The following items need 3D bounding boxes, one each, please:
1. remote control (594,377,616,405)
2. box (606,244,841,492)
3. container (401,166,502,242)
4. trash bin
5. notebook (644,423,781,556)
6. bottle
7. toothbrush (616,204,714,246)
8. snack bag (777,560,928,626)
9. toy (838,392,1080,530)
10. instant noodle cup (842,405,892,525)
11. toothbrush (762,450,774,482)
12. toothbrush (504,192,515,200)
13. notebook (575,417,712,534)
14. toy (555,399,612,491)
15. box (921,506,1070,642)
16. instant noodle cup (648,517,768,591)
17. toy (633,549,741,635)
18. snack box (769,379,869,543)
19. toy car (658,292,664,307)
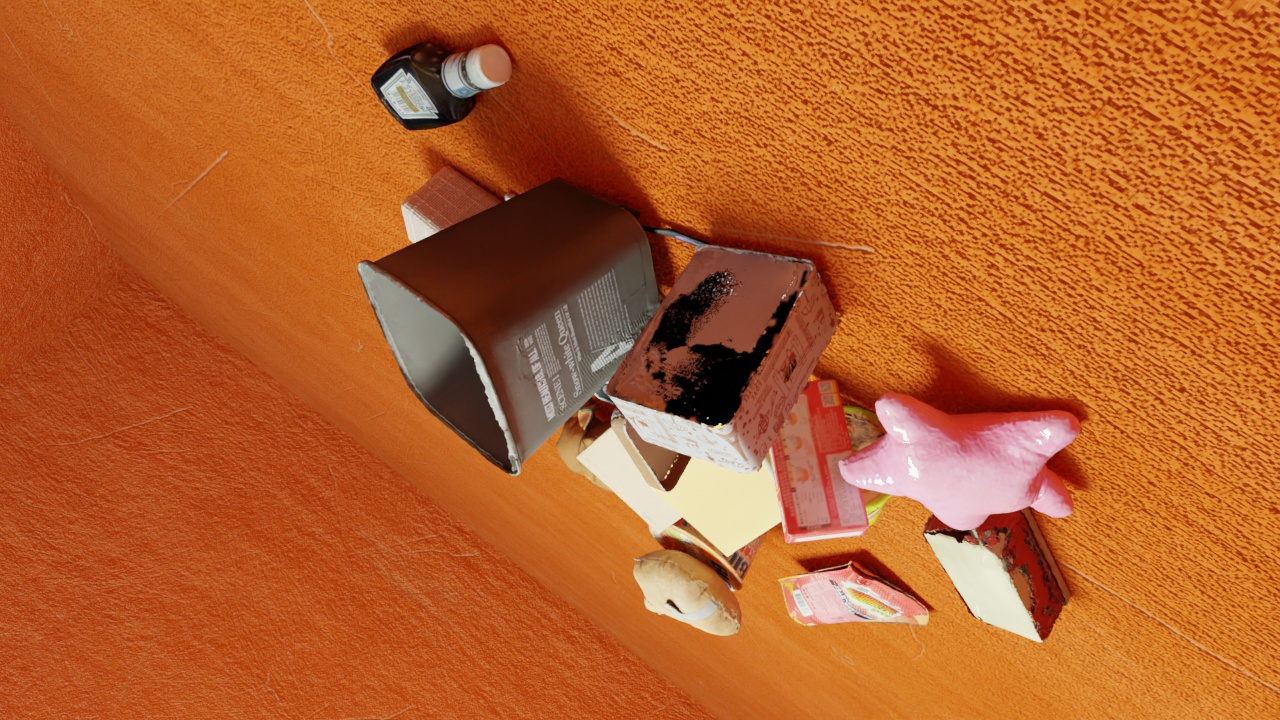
[{"bbox_3d":[-0.013,0.048,1.218,0.150,0.021,0.058,18,149,39],"label":"remote control"},{"bbox_3d":[0.083,0.023,0.828,0.158,0.180,0.205,16,152,33],"label":"box"},{"bbox_3d":[-0.206,-0.152,1.055,0.111,0.089,0.090,38,158,11],"label":"container"},{"bbox_3d":[-0.111,-0.046,0.883,0.199,0.219,0.199,32,147,37],"label":"trash bin"},{"bbox_3d":[0.117,0.143,1.089,0.146,0.010,0.207,42,128,-5],"label":"notebook"},{"bbox_3d":[-0.188,-0.265,0.874,0.195,0.044,0.080,7,142,50],"label":"bottle"},{"bbox_3d":[0.049,-0.112,0.848,0.189,0.016,0.014,24,162,26],"label":"toothbrush"},{"bbox_3d":[0.278,0.318,1.239,0.128,0.073,0.208,38,152,-8],"label":"snack bag"},{"bbox_3d":[0.268,0.094,0.787,0.195,0.074,0.179,4,137,21],"label":"toy"},{"bbox_3d":[0.208,0.121,0.930,0.112,0.111,0.123,28,163,25],"label":"instant noodle cup"},{"bbox_3d":[0.119,0.083,0.970,0.029,0.020,0.189,54,-175,-37],"label":"toothbrush"},{"bbox_3d":[-0.076,-0.135,0.982,0.181,0.015,0.018,32,147,18],"label":"toothbrush"},{"bbox_3d":[0.035,0.116,1.126,0.149,0.012,0.212,43,125,-8],"label":"notebook"},{"bbox_3d":[-0.043,0.123,1.287,0.140,0.130,0.199,44,178,-15],"label":"toy"},{"bbox_3d":[0.349,0.208,0.903,0.091,0.077,0.168,10,144,51],"label":"box"},{"bbox_3d":[0.103,0.225,1.255,0.151,0.111,0.152,32,156,16],"label":"instant noodle cup"},{"bbox_3d":[0.048,0.315,1.258,0.143,0.082,0.226,51,158,-8],"label":"toy"},{"bbox_3d":[0.161,0.092,0.862,0.075,0.152,0.025,-6,152,-2],"label":"snack box"},{"bbox_3d":[0.010,-0.052,0.980,0.090,0.035,0.042,51,156,-24],"label":"toy car"}]
